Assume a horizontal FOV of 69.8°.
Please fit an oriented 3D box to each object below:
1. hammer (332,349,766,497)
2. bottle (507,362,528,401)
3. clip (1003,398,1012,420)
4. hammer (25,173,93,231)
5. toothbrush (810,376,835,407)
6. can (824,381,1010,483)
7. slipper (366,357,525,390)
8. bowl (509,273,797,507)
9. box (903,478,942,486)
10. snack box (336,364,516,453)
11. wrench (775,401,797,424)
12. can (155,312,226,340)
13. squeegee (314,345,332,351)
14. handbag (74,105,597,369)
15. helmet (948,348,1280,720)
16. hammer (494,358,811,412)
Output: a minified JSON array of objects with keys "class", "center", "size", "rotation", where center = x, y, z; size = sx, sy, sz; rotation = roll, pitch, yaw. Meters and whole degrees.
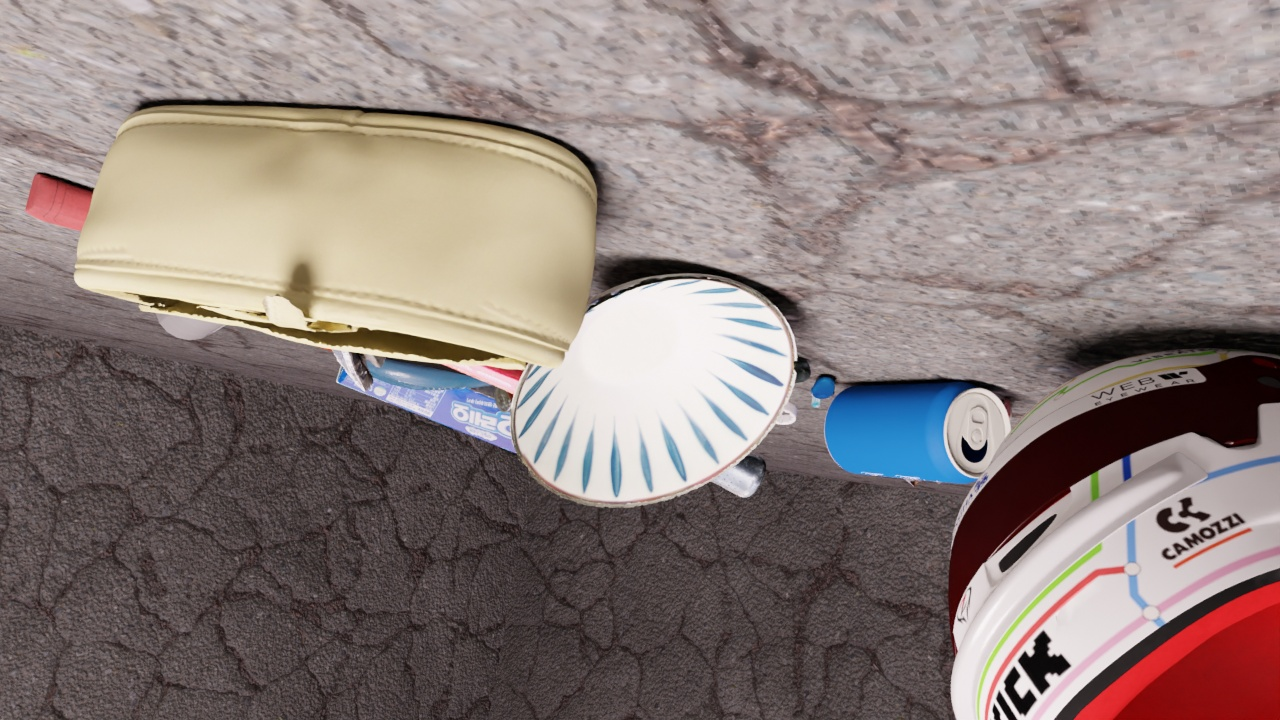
[{"class":"hammer","center":[-0.070,0.026,0.647],"size":[0.326,0.036,0.141],"rotation":[22,151,-2]},{"class":"bottle","center":[-0.038,0.007,0.689],"size":[0.056,0.056,0.162],"rotation":[16,159,-41]},{"class":"clip","center":[0.296,0.043,0.779],"size":[0.037,0.022,0.058],"rotation":[1,171,29]},{"class":"hammer","center":[-0.263,-0.064,0.660],"size":[0.126,0.036,0.315],"rotation":[0,167,38]},{"class":"toothbrush","center":[0.168,0.030,0.852],"size":[0.021,0.016,0.132],"rotation":[6,172,8]},{"class":"can","center":[0.224,0.058,0.760],"size":[0.079,0.079,0.146],"rotation":[13,171,-26]},{"class":"slipper","center":[-0.168,-0.006,0.861],"size":[0.213,0.059,0.104],"rotation":[-3,-175,-45]},{"class":"bowl","center":[0.001,0.004,0.565],"size":[0.177,0.178,0.070],"rotation":[14,-149,-31]},{"class":"box","center":[0.303,0.083,0.984],"size":[0.105,0.096,0.216],"rotation":[44,-174,22]},{"class":"snack box","center":[-0.197,0.031,0.956],"size":[0.226,0.059,0.059],"rotation":[24,-154,-20]},{"class":"wrench","center":[-0.004,0.004,0.739],"size":[0.273,0.009,0.047],"rotation":[18,152,-2]},{"class":"can","center":[-0.290,-0.040,0.607],"size":[0.044,0.044,0.107],"rotation":[15,166,-34]},{"class":"squeegee","center":[-0.254,0.001,1.029],"size":[0.185,0.055,0.249],"rotation":[-11,158,39]},{"class":"handbag","center":[-0.136,-0.041,0.413],"size":[0.233,0.088,0.191],"rotation":[9,168,3]},{"class":"helmet","center":[0.289,0.107,0.476],"size":[0.314,0.231,0.235],"rotation":[5,-151,-9]},{"class":"hammer","center":[0.011,0.020,0.843],"size":[0.132,0.033,0.334],"rotation":[-7,-179,-42]}]
